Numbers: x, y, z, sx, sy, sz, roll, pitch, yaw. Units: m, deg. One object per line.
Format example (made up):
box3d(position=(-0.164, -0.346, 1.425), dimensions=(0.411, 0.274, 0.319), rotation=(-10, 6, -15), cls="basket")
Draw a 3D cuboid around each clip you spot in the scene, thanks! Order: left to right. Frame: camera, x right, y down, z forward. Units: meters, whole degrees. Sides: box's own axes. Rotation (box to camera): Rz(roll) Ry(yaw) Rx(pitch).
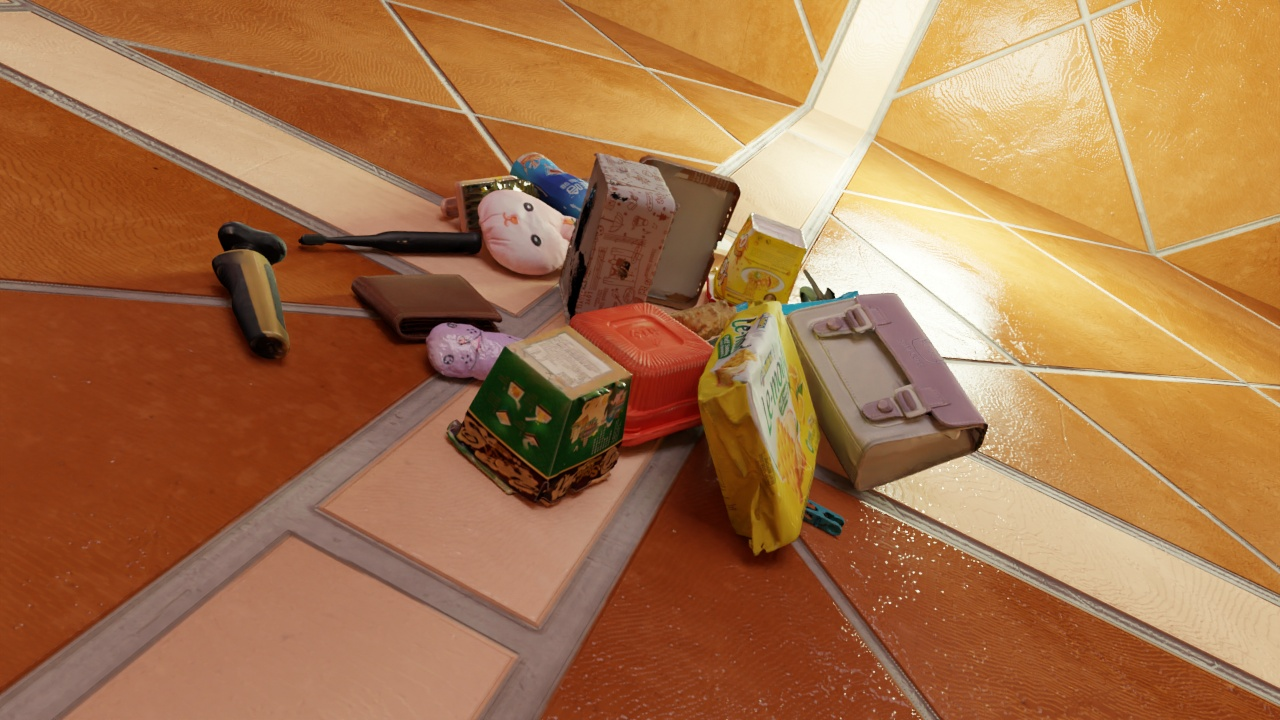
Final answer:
box3d(position=(0.164, 0.144, 0.857), dimensions=(0.057, 0.014, 0.045), rotation=(27, 29, 8), cls="clip")

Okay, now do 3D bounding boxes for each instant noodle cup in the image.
box3d(position=(-0.005, 0.005, 0.915), dimensions=(0.188, 0.079, 0.164), rotation=(-15, 40, -43), cls="instant noodle cup")
box3d(position=(0.157, -0.118, 1.208), dimensions=(0.116, 0.124, 0.116), rotation=(19, 27, -6), cls="instant noodle cup")

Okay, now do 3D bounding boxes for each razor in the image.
box3d(position=(-0.341, -0.062, 0.822), dimensions=(0.067, 0.062, 0.167), rotation=(-23, 48, -14), cls="razor")

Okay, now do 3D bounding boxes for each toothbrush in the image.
box3d(position=(-0.276, -0.133, 1.028), dimensions=(0.212, 0.026, 0.027), rotation=(-5, 3, -40), cls="toothbrush")

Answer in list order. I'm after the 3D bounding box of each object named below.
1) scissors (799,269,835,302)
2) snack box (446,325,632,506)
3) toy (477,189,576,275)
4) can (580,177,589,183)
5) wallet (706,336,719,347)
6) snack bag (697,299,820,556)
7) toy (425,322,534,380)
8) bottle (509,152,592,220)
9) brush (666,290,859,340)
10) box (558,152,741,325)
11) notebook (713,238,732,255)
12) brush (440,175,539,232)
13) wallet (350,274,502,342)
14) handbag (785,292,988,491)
box3d(position=(0.251, -0.058, 1.216), dimensions=(0.170, 0.019, 0.181), rotation=(51, -1, -17), cls="scissors")
box3d(position=(-0.075, 0.037, 0.767), dimensions=(0.117, 0.106, 0.118), rotation=(37, 33, 24), cls="snack box")
box3d(position=(-0.124, -0.153, 1.128), dimensions=(0.159, 0.054, 0.121), rotation=(6, 57, -39), cls="toy")
box3d(position=(-0.052, -0.208, 1.291), dimensions=(0.058, 0.059, 0.116), rotation=(-5, 37, -41), cls="can")
box3d(position=(0.117, 0.017, 1.028), dimensions=(0.130, 0.037, 0.106), rotation=(34, 29, 24), cls="wallet")
box3d(position=(0.108, 0.053, 0.847), dimensions=(0.068, 0.158, 0.245), rotation=(-14, 17, 20), cls="snack bag")
box3d(position=(-0.150, -0.002, 0.866), dimensions=(0.108, 0.039, 0.083), rotation=(16, 49, -15), cls="toy")
box3d(position=(-0.101, -0.220, 1.247), dimensions=(0.065, 0.065, 0.219), rotation=(-3, 30, -39), cls="bottle")
box3d(position=(0.142, -0.056, 1.080), dimensions=(0.254, 0.046, 0.083), rotation=(-10, 2, -17), cls="brush")
box3d(position=(0.017, -0.123, 1.056), dimensions=(0.197, 0.181, 0.157), rotation=(12, 27, -19), cls="box")
box3d(position=(0.062, -0.197, 1.343), dimensions=(0.150, 0.012, 0.208), rotation=(38, 17, 21), cls="notebook")
box3d(position=(-0.192, -0.207, 1.191), dimensions=(0.073, 0.063, 0.145), rotation=(0, 16, 27), cls="brush")
box3d(position=(-0.215, -0.057, 0.929), dimensions=(0.124, 0.032, 0.101), rotation=(-4, 34, -41), cls="wallet")
box3d(position=(0.253, 0.023, 0.969), dimensions=(0.145, 0.099, 0.196), rotation=(-13, 51, -11), cls="handbag")
